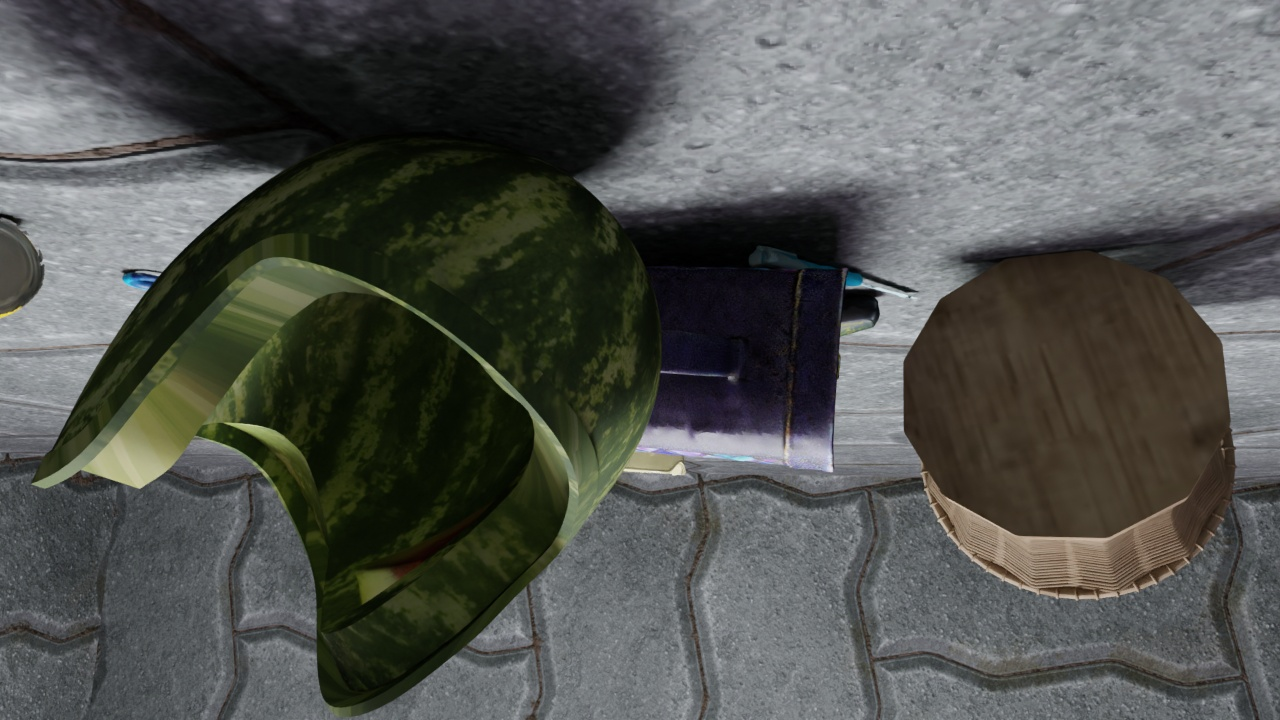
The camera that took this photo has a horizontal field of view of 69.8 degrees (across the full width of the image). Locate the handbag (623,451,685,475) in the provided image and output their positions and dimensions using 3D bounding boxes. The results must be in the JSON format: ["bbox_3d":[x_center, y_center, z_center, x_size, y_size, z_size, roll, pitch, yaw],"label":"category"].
[{"bbox_3d":[0.001,0.071,1.066,0.111,0.119,0.081,-2,169,36],"label":"handbag"}]

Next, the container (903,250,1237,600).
[{"bbox_3d":[0.300,0.048,0.653,0.227,0.226,0.196,-4,161,26],"label":"container"}]

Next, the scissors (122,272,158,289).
[{"bbox_3d":[-0.349,-0.053,0.738,0.134,0.011,0.137,-1,168,27],"label":"scissors"}]

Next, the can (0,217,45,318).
[{"bbox_3d":[-0.440,-0.054,0.592,0.105,0.067,0.067,-7,166,39],"label":"can"}]

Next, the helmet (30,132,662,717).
[{"bbox_3d":[-0.110,0.007,0.436,0.247,0.213,0.243,-38,-159,7],"label":"helmet"}]

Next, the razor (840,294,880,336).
[{"bbox_3d":[0.113,-0.018,0.724,0.152,0.067,0.054,-10,164,17],"label":"razor"}]

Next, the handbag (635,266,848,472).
[{"bbox_3d":[0.032,0.002,0.603,0.205,0.125,0.221,4,178,18],"label":"handbag"}]

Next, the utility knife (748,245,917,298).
[{"bbox_3d":[0.143,-0.058,0.640,0.180,0.015,0.022,7,175,-39],"label":"utility knife"}]
